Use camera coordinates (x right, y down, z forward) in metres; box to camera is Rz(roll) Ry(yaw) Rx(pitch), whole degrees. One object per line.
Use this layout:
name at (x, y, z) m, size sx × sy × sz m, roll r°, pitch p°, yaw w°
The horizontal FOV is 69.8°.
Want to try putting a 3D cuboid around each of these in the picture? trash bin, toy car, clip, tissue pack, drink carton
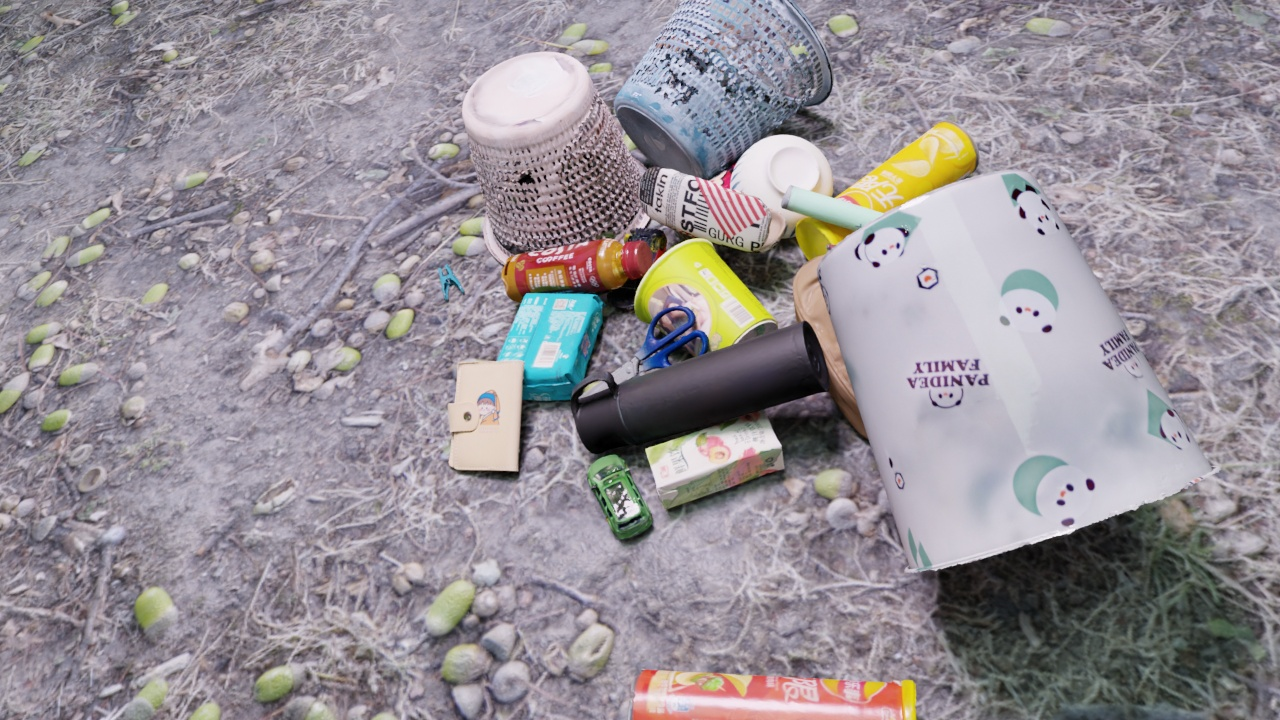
trash bin at (-0.110, -0.246, 1.095) m, size 0.228 × 0.192 × 0.227 m, roll -8°, pitch 52°, yaw 10°
toy car at (-0.022, 0.128, 0.882) m, size 0.043 × 0.036 × 0.091 m, roll -28°, pitch 47°, yaw -5°
toy car at (-0.004, -0.104, 1.057) m, size 0.049 × 0.031 × 0.106 m, roll 8°, pitch 68°, yaw 27°
trash bin at (0.268, 0.009, 0.712) m, size 0.229 × 0.229 × 0.251 m, roll -19°, pitch 76°, yaw 1°
clip at (-0.235, -0.098, 1.130) m, size 0.039 × 0.014 × 0.056 m, roll -24°, pitch 52°, yaw -4°
trash bin at (0.083, -0.327, 1.107) m, size 0.195 × 0.226 × 0.226 m, roll -48°, pitch 55°, yaw -6°
tissue pack at (-0.098, -0.019, 1.006) m, size 0.093 × 0.050 × 0.133 m, roll 3°, pitch 54°, yaw 20°
drink carton at (0.071, 0.095, 0.873) m, size 0.122 × 0.045 × 0.053 m, roll -20°, pitch 46°, yaw 0°

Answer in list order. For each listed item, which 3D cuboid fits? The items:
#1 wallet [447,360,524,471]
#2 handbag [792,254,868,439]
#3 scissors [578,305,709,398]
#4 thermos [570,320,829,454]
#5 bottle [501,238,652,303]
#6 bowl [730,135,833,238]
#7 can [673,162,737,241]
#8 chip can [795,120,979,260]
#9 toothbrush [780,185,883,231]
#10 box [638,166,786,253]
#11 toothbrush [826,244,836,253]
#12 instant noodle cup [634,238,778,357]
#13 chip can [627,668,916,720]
wallet at (-0.163, 0.057, 0.955) m, size 0.087 × 0.024 × 0.115 m, roll -1°, pitch 82°, yaw 24°
handbag at (0.237, -0.027, 0.885) m, size 0.147 × 0.100 × 0.204 m, roll -23°, pitch 57°, yaw -3°
scissors at (0.001, 0.015, 0.935) m, size 0.108 × 0.012 × 0.175 m, roll 40°, pitch 113°, yaw 19°
thermos at (0.048, 0.025, 0.869) m, size 0.243 × 0.090 × 0.068 m, roll -18°, pitch 42°, yaw 22°
bottle at (-0.071, -0.103, 1.036) m, size 0.175 × 0.057 × 0.057 m, roll -6°, pitch 51°, yaw 28°
bowl at (0.164, -0.202, 1.029) m, size 0.116 × 0.066 × 0.116 m, roll 1°, pitch 80°, yaw -7°
can at (0.099, -0.192, 1.081) m, size 0.132 × 0.053 × 0.053 m, roll -35°, pitch 52°, yaw -12°
chip can at (0.273, -0.180, 1.011) m, size 0.213 × 0.072 × 0.072 m, roll -35°, pitch 52°, yaw -12°
toothbrush at (0.254, -0.136, 0.942) m, size 0.224 × 0.027 × 0.026 m, roll 18°, pitch 42°, yaw 5°
box at (0.080, -0.165, 1.001) m, size 0.163 × 0.076 × 0.087 m, roll 21°, pitch 29°, yaw 27°
toothbrush at (0.284, -0.109, 0.957) m, size 0.187 × 0.017 × 0.016 m, roll 2°, pitch 10°, yaw -8°
instant noodle cup at (0.074, -0.046, 0.950) m, size 0.111 × 0.112 × 0.123 m, roll -37°, pitch 61°, yaw -13°
chip can at (0.101, 0.279, 0.706) m, size 0.217 × 0.073 × 0.073 m, roll -3°, pitch 53°, yaw 14°
